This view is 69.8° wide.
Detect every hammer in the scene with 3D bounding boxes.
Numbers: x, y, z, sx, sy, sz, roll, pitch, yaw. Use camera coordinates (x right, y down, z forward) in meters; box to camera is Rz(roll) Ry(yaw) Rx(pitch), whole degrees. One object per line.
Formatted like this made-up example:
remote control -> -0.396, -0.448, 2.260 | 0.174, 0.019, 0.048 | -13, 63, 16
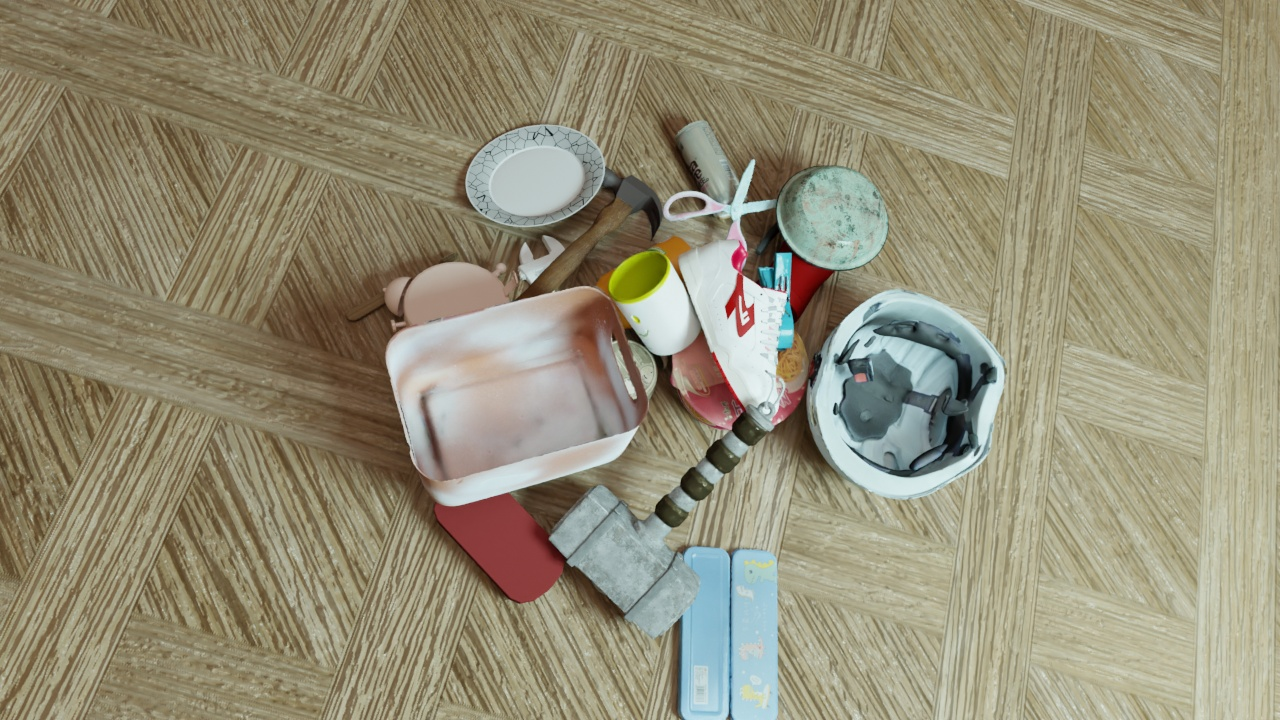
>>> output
hammer -> -0.075, -0.145, 1.189 | 0.115, 0.033, 0.321 | 36, 51, 3
hammer -> 0.060, 0.150, 1.063 | 0.177, 0.079, 0.326 | 43, 99, 5

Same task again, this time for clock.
clock -> -0.231, -0.064, 1.144 | 0.160, 0.086, 0.131 | -15, 62, -13
clock -> -0.007, 0.007, 1.187 | 0.140, 0.055, 0.093 | -33, 81, -17

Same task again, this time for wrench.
wrench -> -0.120, -0.037, 1.201 | 0.066, 0.018, 0.273 | -4, 74, -12

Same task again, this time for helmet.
helmet -> 0.317, 0.053, 1.177 | 0.236, 0.164, 0.263 | 26, 75, -1

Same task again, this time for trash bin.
trash bin -> -0.140, 0.046, 1.050 | 0.259, 0.158, 0.181 | -16, 71, -14

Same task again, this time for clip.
clip -> 0.171, -0.070, 1.176 | 0.027, 0.104, 0.120 | -2, 77, -9

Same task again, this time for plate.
plate -> -0.142, -0.247, 1.243 | 0.188, 0.016, 0.188 | -3, 57, 4

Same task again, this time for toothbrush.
toothbrush -> -0.305, -0.097, 1.186 | 0.166, 0.016, 0.016 | -34, 79, -18

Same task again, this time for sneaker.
sneaker -> 0.134, -0.043, 1.114 | 0.104, 0.090, 0.236 | -24, 70, 12

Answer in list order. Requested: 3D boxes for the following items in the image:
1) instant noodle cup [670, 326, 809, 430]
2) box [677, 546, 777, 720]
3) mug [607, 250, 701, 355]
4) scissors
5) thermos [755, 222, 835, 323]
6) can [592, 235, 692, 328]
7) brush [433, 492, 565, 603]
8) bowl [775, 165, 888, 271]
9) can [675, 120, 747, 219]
instant noodle cup -> 0.120, 0.017, 1.197 | 0.178, 0.078, 0.178 | 4, 70, -10
box -> 0.109, 0.333, 1.118 | 0.125, 0.021, 0.208 | 5, 71, -8
mug -> 0.019, -0.069, 1.127 | 0.083, 0.106, 0.082 | -18, 44, 18
scissors -> 0.109, -0.199, 1.259 | 0.173, 0.013, 0.171 | 19, 102, 2
thermos -> 0.226, -0.154, 1.273 | 0.108, 0.084, 0.198 | 32, 70, 14
can -> 0.009, -0.101, 1.213 | 0.142, 0.079, 0.079 | -32, 80, -19
brush -> -0.169, 0.210, 1.094 | 0.173, 0.042, 0.082 | 45, 70, 6
bowl -> 0.262, -0.199, 1.223 | 0.157, 0.039, 0.157 | 2, 72, -7
can -> 0.101, -0.269, 1.301 | 0.054, 0.054, 0.135 | -22, 77, -17
